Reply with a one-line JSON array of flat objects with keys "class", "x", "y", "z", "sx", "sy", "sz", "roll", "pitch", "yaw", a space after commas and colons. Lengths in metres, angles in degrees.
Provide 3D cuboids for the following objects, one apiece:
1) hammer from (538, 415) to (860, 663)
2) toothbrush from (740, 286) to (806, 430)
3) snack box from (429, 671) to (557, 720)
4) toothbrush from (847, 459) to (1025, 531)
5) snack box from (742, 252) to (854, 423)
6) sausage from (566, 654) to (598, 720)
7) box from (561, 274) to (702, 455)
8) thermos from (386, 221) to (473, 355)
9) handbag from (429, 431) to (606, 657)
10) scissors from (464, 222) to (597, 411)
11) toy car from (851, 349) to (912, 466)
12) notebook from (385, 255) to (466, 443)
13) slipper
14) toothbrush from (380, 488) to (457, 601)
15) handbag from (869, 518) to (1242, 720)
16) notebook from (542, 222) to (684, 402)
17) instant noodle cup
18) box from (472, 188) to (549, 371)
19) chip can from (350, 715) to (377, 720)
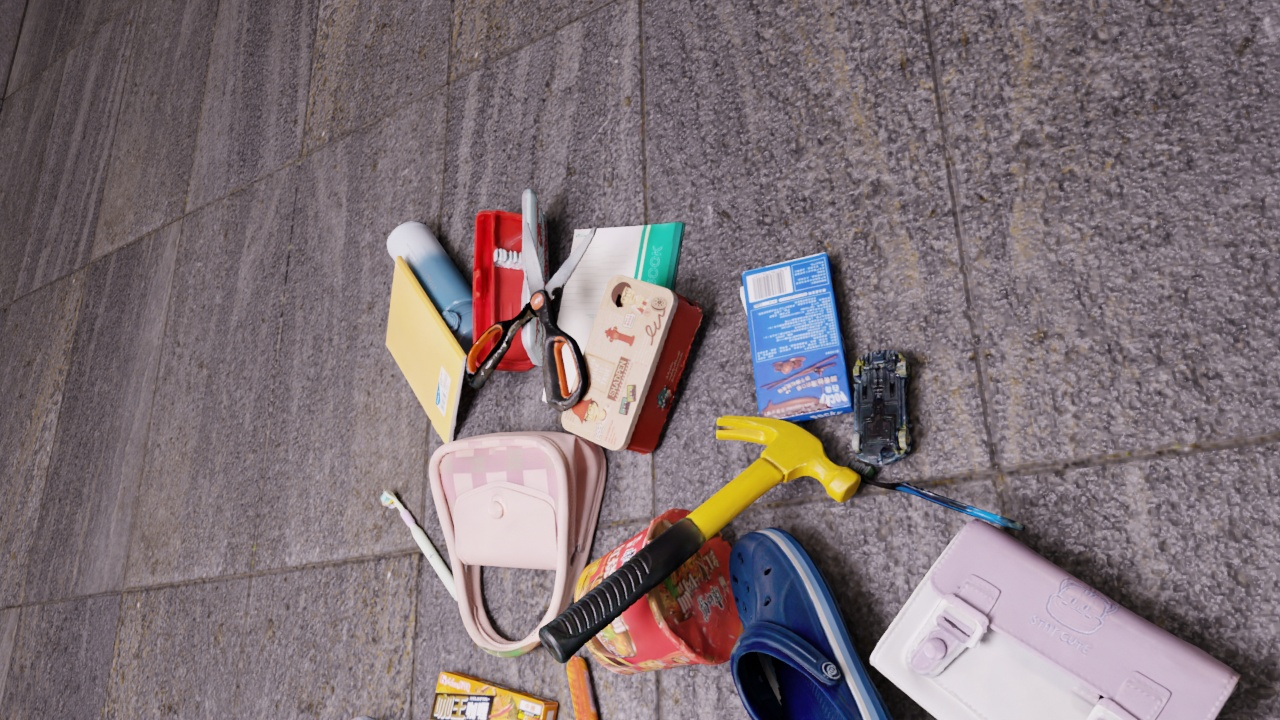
[{"class": "hammer", "x": 0.042, "y": 0.141, "z": 0.753, "sx": 0.299, "sy": 0.033, "sz": 0.129, "roll": -34, "pitch": 54, "yaw": -29}, {"class": "toothbrush", "x": 0.128, "y": 0.004, "z": 0.884, "sx": 0.017, "sy": 0.016, "sz": 0.187, "roll": -25, "pitch": 62, "yaw": 18}, {"class": "snack box", "x": -0.156, "y": 0.377, "z": 0.954, "sx": 0.154, "sy": 0.026, "sz": 0.075, "roll": 1, "pitch": 75, "yaw": 36}, {"class": "toothbrush", "x": 0.230, "y": 0.106, "z": 0.737, "sx": 0.016, "sy": 0.014, "sz": 0.190, "roll": -56, "pitch": 27, "yaw": -11}, {"class": "snack box", "x": 0.146, "y": -0.019, "z": 0.860, "sx": 0.085, "sy": 0.026, "sz": 0.157, "roll": -12, "pitch": 66, "yaw": 20}, {"class": "sausage", "x": -0.048, "y": 0.363, "z": 0.884, "sx": 0.021, "sy": 0.021, "sz": 0.165, "roll": -29, "pitch": 60, "yaw": 25}, {"class": "box", "x": -0.005, "y": 0.006, "z": 0.936, "sx": 0.091, "sy": 0.077, "sz": 0.168, "roll": 20, "pitch": 91, "yaw": 35}, {"class": "thermos", "x": -0.251, "y": -0.092, "z": 1.154, "sx": 0.070, "sy": 0.070, "sz": 0.220, "roll": -49, "pitch": 53, "yaw": 12}, {"class": "handbag", "x": -0.135, "y": 0.193, "z": 0.975, "sx": 0.194, "sy": 0.093, "sz": 0.234, "roll": -6, "pitch": 79, "yaw": 35}, {"class": "scissors", "x": -0.110, "y": -0.041, "z": 0.963, "sx": 0.234, "sy": 0.021, "sz": 0.220, "roll": -45, "pitch": 55, "yaw": 23}, {"class": "toy car", "x": 0.212, "y": 0.042, "z": 0.801, "sx": 0.049, "sy": 0.031, "sz": 0.105, "roll": -7, "pitch": 66, "yaw": 33}, {"class": "notebook", "x": -0.267, "y": -0.013, "z": 1.128, "sx": 0.206, "sy": 0.010, "sz": 0.146, "roll": 50, "pitch": 137, "yaw": 36}, {"class": "slipper", "x": 0.116, "y": 0.247, "z": 0.723, "sx": 0.252, "sy": 0.095, "sz": 0.105, "roll": -115, "pitch": 38, "yaw": -47}, {"class": "toothbrush", "x": -0.259, "y": 0.218, "z": 1.086, "sx": 0.020, "sy": 0.029, "sz": 0.189, "roll": -29, "pitch": 50, "yaw": -25}, {"class": "handbag", "x": 0.287, "y": 0.221, "z": 0.650, "sx": 0.197, "sy": 0.098, "sz": 0.145, "roll": 33, "pitch": 86, "yaw": 40}, {"class": "notebook", "x": -0.031, "y": -0.051, "z": 1.020, "sx": 0.151, "sy": 0.012, "sz": 0.209, "roll": 1, "pitch": 75, "yaw": 35}, {"class": "instant noodle cup", "x": 0.016, "y": 0.217, "z": 0.826, "sx": 0.109, "sy": 0.137, "sz": 0.137, "roll": -31, "pitch": 58, "yaw": 34}, {"class": "box", "x": -0.141, "y": -0.095, "z": 1.055, "sx": 0.100, "sy": 0.095, "sz": 0.201, "roll": 132, "pitch": 138, "yaw": -63}, {"class": "chip can", "x": -0.260, "y": 0.490, "z": 0.962, "sx": 0.072, "sy": 0.072, "sz": 0.236, "roll": -53, "pitch": 53, "yaw": 9}]
